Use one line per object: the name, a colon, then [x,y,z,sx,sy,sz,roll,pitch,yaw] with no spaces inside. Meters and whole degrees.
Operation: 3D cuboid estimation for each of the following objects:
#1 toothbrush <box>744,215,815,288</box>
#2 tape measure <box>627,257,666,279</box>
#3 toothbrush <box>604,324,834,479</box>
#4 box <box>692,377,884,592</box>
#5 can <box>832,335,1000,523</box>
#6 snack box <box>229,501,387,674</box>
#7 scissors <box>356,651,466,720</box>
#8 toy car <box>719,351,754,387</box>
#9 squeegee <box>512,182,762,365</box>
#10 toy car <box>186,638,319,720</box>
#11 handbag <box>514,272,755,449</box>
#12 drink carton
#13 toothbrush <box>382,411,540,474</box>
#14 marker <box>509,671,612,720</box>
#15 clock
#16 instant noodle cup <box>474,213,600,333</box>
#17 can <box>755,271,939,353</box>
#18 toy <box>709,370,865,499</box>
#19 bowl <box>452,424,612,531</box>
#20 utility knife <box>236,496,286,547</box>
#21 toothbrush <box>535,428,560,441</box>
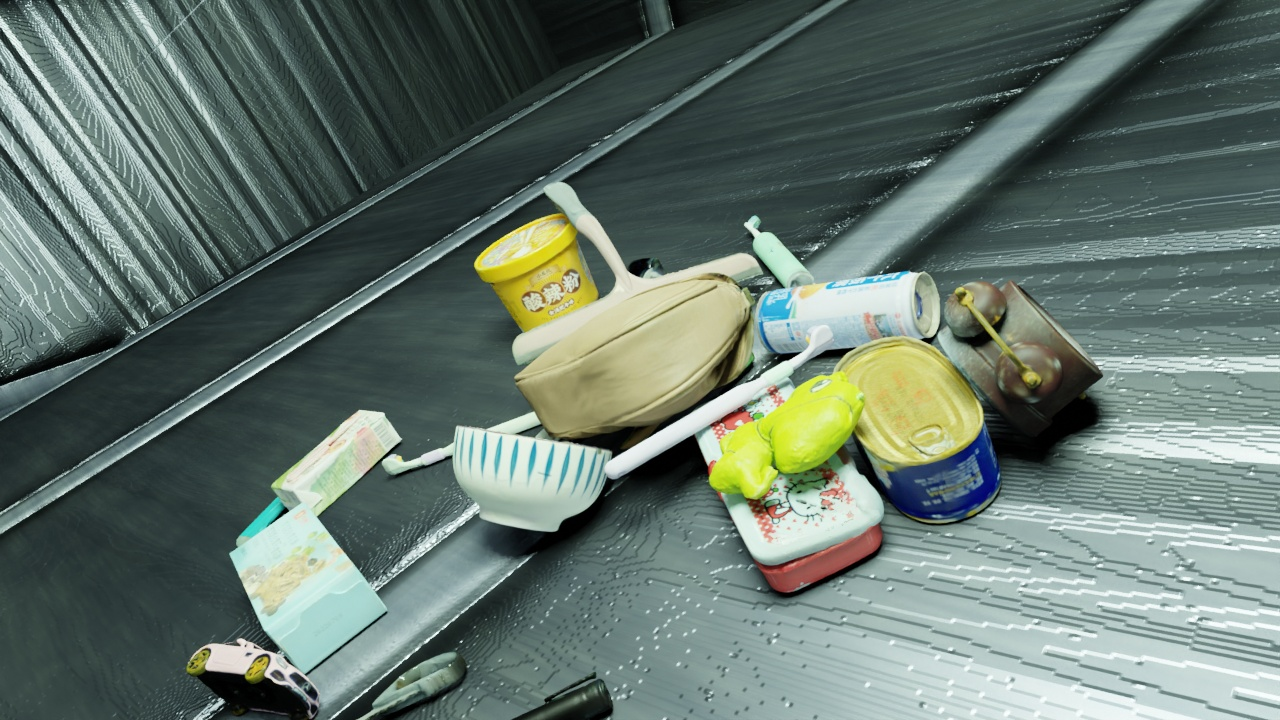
toothbrush: [0.134,-0.110,0.931,0.027,0.026,0.224,-45,21,12]
tape measure: [0.004,-0.060,0.911,0.034,0.066,0.065,-3,39,36]
toothbrush: [0.056,0.029,0.640,0.189,0.029,0.021,-31,61,-13]
box: [0.088,0.066,0.595,0.086,0.047,0.201,-26,23,1]
can: [0.167,0.038,0.565,0.075,0.049,0.148,-24,24,6]
snack box: [-0.269,0.175,0.732,0.074,0.051,0.175,-38,26,-21]
scissors: [-0.182,0.232,0.564,0.177,0.014,0.160,-34,12,-26]
toy car: [0.058,-0.006,0.788,0.043,0.036,0.091,-36,29,-22]
squeegee: [-0.050,-0.125,0.909,0.247,0.040,0.249,-22,45,-13]
toy car: [-0.266,0.220,0.636,0.123,0.056,0.037,-8,37,35]
handbag: [-0.004,0.004,0.721,0.147,0.100,0.205,-34,9,-29]
drink carton: [-0.307,0.102,0.929,0.054,0.045,0.122,1,37,45]
toothbrush: [-0.157,0.073,0.866,0.190,0.029,0.020,-19,67,14]
marker: [-0.078,0.209,0.504,0.132,0.022,0.020,-26,-8,1]
clock: [0.213,-0.004,0.525,0.055,0.121,0.082,-44,56,22]
instant noodle cup: [-0.105,-0.083,1.011,0.118,0.114,0.118,-21,24,10]
can: [0.160,-0.036,0.718,0.135,0.053,0.053,-5,32,40]
toy: [0.090,0.045,0.549,0.100,0.031,0.096,-23,26,32]
bowl: [-0.083,0.088,0.676,0.117,0.116,0.066,2,81,48]
utility knife: [-0.356,0.131,0.958,0.029,0.013,0.186,-7,32,33]
toothbrush: [-0.017,0.024,0.826,0.187,0.016,0.017,-34,-2,-12]
